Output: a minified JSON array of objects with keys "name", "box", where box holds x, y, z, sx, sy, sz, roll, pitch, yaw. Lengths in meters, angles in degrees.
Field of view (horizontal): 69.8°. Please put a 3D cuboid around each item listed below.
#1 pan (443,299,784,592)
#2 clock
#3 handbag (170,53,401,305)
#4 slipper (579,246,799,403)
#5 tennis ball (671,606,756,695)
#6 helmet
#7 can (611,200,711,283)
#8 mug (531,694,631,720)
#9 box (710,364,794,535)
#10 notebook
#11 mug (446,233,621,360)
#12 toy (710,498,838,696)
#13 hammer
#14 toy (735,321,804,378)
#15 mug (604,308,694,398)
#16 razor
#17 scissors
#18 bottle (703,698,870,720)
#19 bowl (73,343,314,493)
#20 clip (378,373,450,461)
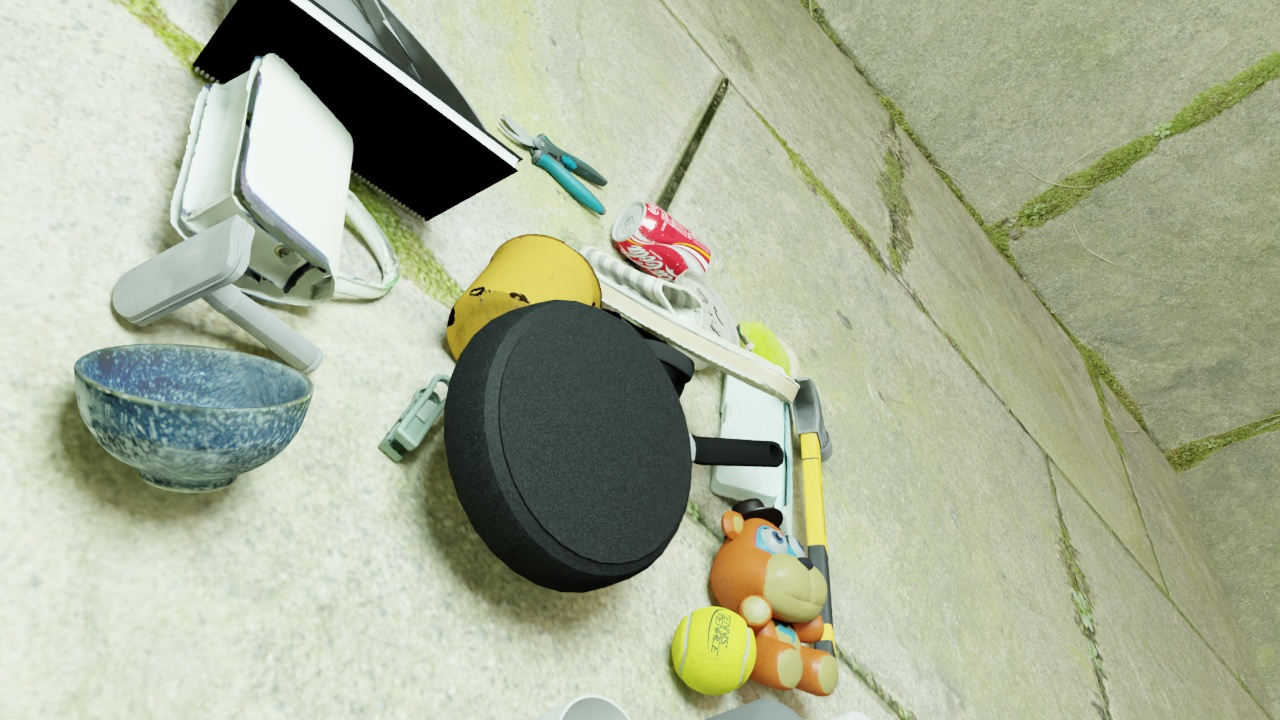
[{"name":"pan","box":[0.013,0.062,0.688,0.355,0.044,0.204,8,68,-45]},{"name":"clock","box":[0.043,-0.040,0.961,0.156,0.061,0.103,11,52,-59]},{"name":"handbag","box":[-0.237,-0.100,0.643,0.176,0.074,0.151,48,26,-50]},{"name":"slipper","box":[0.027,-0.042,0.822,0.273,0.054,0.114,33,7,27]},{"name":"tennis ball","box":[0.057,0.225,0.713,0.065,0.066,0.065,34,36,-30]},{"name":"helmet","box":[-0.247,-0.247,0.718,0.271,0.117,0.183,49,-1,-2]},{"name":"can","box":[0.024,-0.126,1.013,0.104,0.064,0.064,33,37,-32]},{"name":"mug","box":[-0.050,0.254,0.512,0.071,0.090,0.107,29,39,-36]},{"name":"box","box":[0.128,0.090,0.973,0.126,0.074,0.196,59,28,-32]},{"name":"notebook","box":[-0.208,-0.181,0.673,0.206,0.149,0.016,34,62,-31]},{"name":"mug","box":[-0.081,-0.033,0.727,0.124,0.101,0.093,11,35,10]},{"name":"toy","box":[0.110,0.203,0.794,0.112,0.096,0.176,25,30,-44]},{"name":"hammer","box":[0.177,0.164,0.930,0.170,0.034,0.323,64,23,-49]},{"name":"toy","box":[0.158,0.000,1.097,0.117,0.043,0.092,22,41,-47]},{"name":"mug","box":[-0.005,0.005,0.800,0.088,0.114,0.078,29,65,-36]},{"name":"razor","box":[-0.240,-0.028,0.561,0.116,0.088,0.047,50,25,-48]},{"name":"scissors","box":[-0.084,-0.210,0.992,0.155,0.019,0.124,-7,64,-54]},{"name":"bottle","box":[0.074,0.268,0.587,0.084,0.174,0.046,53,31,-3]},{"name":"bowl","box":[-0.237,0.034,0.487,0.114,0.061,0.114,13,12,-3]},{"name":"clip","box":[-0.154,0.039,0.643,0.023,0.043,0.075,47,33,-16]}]
